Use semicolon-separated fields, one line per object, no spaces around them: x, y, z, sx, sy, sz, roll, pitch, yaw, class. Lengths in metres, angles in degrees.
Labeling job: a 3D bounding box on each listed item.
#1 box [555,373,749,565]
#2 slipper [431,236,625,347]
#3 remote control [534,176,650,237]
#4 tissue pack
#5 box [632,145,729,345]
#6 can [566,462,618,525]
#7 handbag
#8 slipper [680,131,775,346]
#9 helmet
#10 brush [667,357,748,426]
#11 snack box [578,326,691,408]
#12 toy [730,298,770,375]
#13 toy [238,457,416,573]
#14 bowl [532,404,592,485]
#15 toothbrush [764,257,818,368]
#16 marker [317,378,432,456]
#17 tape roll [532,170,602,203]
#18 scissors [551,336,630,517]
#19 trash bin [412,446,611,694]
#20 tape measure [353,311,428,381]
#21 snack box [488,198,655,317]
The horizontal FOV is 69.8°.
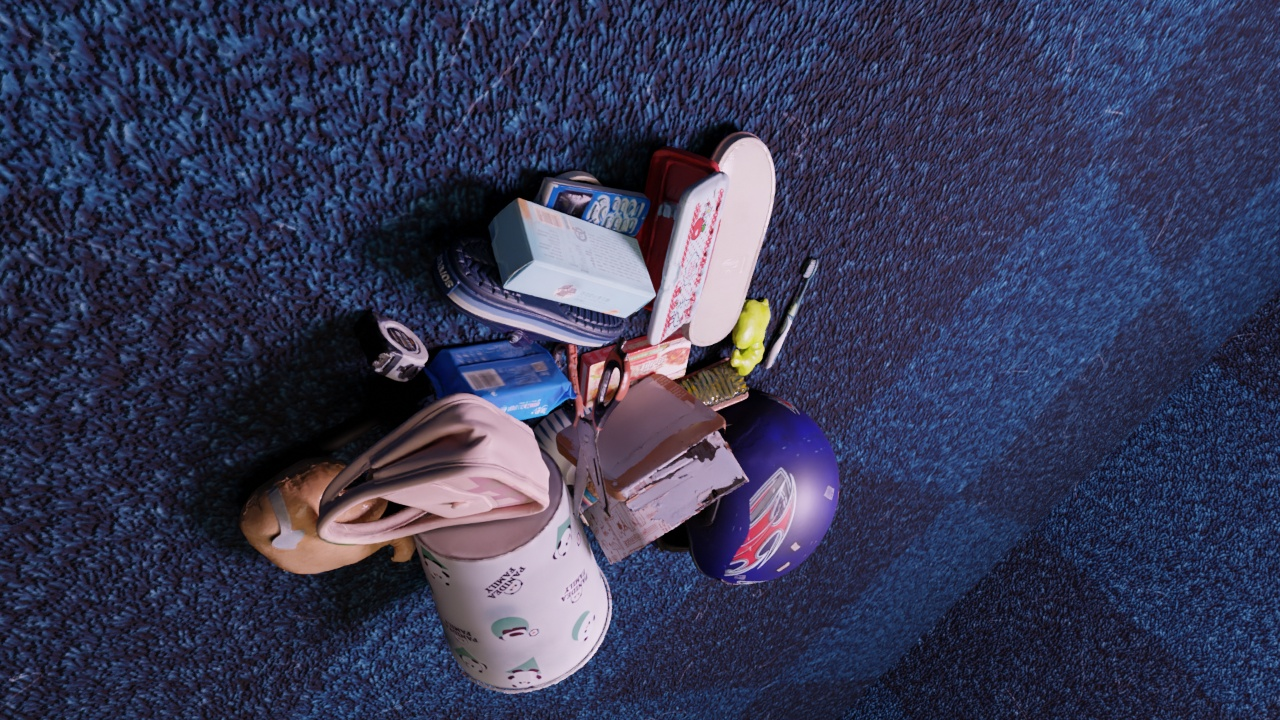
0.003;0.122;1.133;0.182;0.184;0.155;-26;168;-29;box
-0.116;-0.055;0.951;0.095;0.105;0.252;-35;154;29;slipper
-0.050;-0.157;0.942;0.124;0.024;0.049;2;128;-36;remote control
-0.154;0.025;1.013;0.156;0.095;0.052;-10;136;-36;tissue pack
0.029;-0.118;0.990;0.101;0.095;0.202;-58;165;-49;box
-0.047;0.169;1.266;0.111;0.075;0.075;-32;143;-9;can
-0.225;0.134;0.953;0.234;0.093;0.193;-24;155;7;handbag
0.090;-0.140;1.078;0.114;0.054;0.275;-18;132;-30;slipper
0.147;0.206;1.336;0.246;0.240;0.316;10;122;-43;helmet
0.074;0.050;1.262;0.145;0.063;0.073;-22;170;-19;brush
-0.007;0.007;1.173;0.152;0.025;0.075;-17;138;-27;snack box
0.147;-0.034;1.234;0.096;0.031;0.100;-42;131;-35;toy
-0.347;0.188;1.032;0.143;0.082;0.226;-30;146;3;toy
-0.084;0.119;1.191;0.116;0.066;0.117;-22;140;-21;bowl
0.208;-0.063;1.291;0.018;0.016;0.192;-1;129;-27;toothbrush
-0.289;0.062;0.998;0.132;0.020;0.022;-31;126;-11;marker
-0.074;-0.157;0.956;0.085;0.014;0.086;-22;140;-20;tape roll
-0.059;0.065;1.050;0.015;0.189;0.226;2;124;-46;scissors
-0.163;0.245;1.139;0.229;0.229;0.252;-25;136;-18;trash bin
-0.247;-0.011;0.919;0.034;0.065;0.066;-44;141;14;tape measure
-0.066;-0.099;0.920;0.174;0.074;0.052;11;143;-46;snack box
